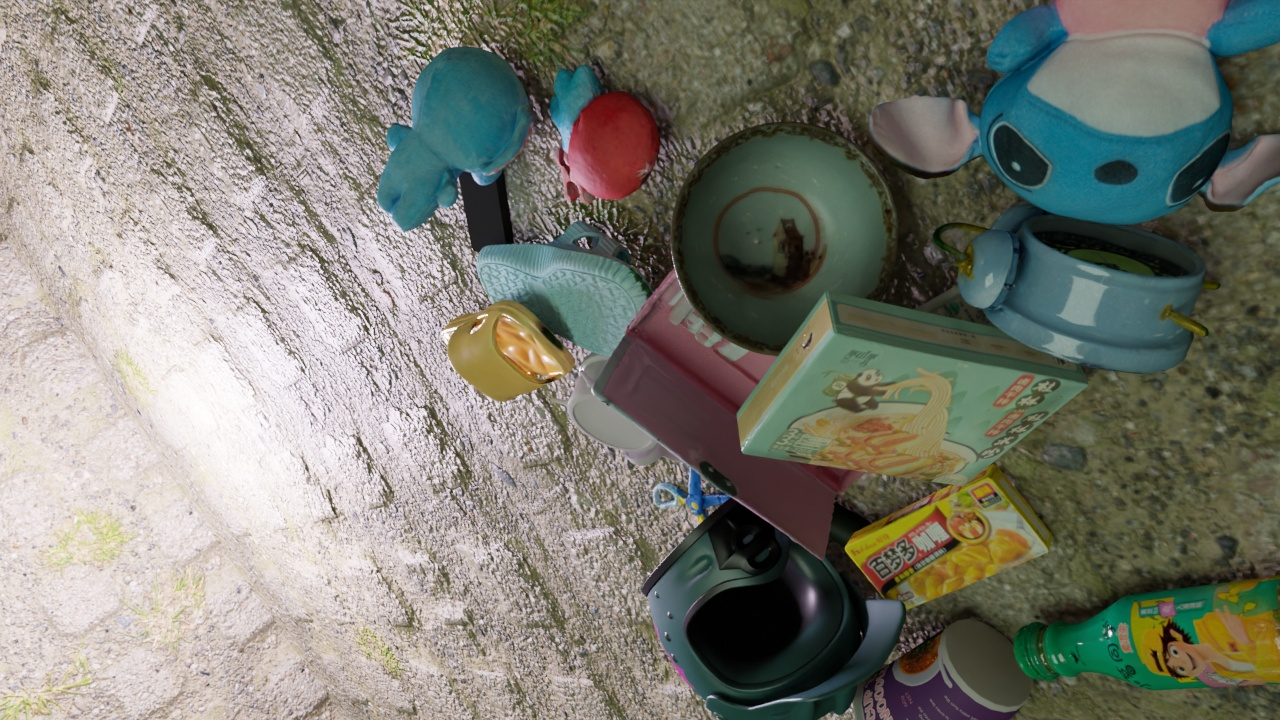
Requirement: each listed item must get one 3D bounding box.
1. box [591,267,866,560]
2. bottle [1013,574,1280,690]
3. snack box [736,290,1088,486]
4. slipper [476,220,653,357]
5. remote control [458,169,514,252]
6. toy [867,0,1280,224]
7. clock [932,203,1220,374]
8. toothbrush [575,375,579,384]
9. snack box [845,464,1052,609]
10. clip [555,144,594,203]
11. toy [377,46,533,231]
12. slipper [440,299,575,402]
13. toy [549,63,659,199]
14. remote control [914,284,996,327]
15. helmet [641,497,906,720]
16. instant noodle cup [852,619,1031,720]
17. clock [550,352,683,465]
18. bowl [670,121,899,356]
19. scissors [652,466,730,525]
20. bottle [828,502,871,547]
[{"bbox_3d":[0.090,0.037,0.721,0.232,0.115,0.107,38,123,-6],"label":"box"},{"bbox_3d":[0.373,0.204,0.666,0.068,0.067,0.210,54,141,-3],"label":"bottle"},{"bbox_3d":[0.184,0.026,0.645,0.193,0.044,0.142,11,141,-16],"label":"snack box"},{"bbox_3d":[-0.064,-0.072,0.884,0.277,0.069,0.116,15,131,48],"label":"slipper"},{"bbox_3d":[-0.160,-0.168,0.943,0.058,0.013,0.134,23,133,31],"label":"remote control"},{"bbox_3d":[0.242,-0.164,0.488,0.224,0.098,0.192,9,121,23],"label":"toy"},{"bbox_3d":[0.255,-0.048,0.552,0.162,0.117,0.060,21,121,24],"label":"clock"},{"bbox_3d":[-0.005,0.005,0.922,0.188,0.018,0.019,-19,107,50],"label":"toothbrush"},{"bbox_3d":[0.250,0.150,0.756,0.075,0.025,0.153,51,129,0],"label":"snack box"},{"bbox_3d":[-0.064,-0.170,0.845,0.045,0.023,0.060,-15,114,47],"label":"clip"},{"bbox_3d":[-0.168,-0.196,0.842,0.183,0.114,0.181,45,108,35],"label":"toy"},{"bbox_3d":[-0.154,-0.002,0.969,0.099,0.078,0.264,40,162,-24],"label":"slipper"},{"bbox_3d":[-0.034,-0.192,0.771,0.133,0.062,0.092,52,130,27],"label":"toy"},{"bbox_3d":[0.204,-0.011,0.678,0.134,0.022,0.050,-32,95,34],"label":"remote control"},{"bbox_3d":[0.119,0.236,0.831,0.200,0.176,0.275,48,160,15],"label":"helmet"},{"bbox_3d":[0.268,0.292,0.814,0.137,0.121,0.122,45,132,23],"label":"instant noodle cup"},{"bbox_3d":[-0.001,0.051,0.914,0.159,0.060,0.120,32,146,-13],"label":"clock"},{"bbox_3d":[0.099,-0.087,0.674,0.160,0.160,0.094,56,-177,-5],"label":"bowl"},{"bbox_3d":[0.055,0.150,0.983,0.123,0.016,0.125,20,133,29],"label":"scissors"},{"bbox_3d":[0.193,0.156,0.834,0.123,0.032,0.033,29,136,25],"label":"bottle"}]
